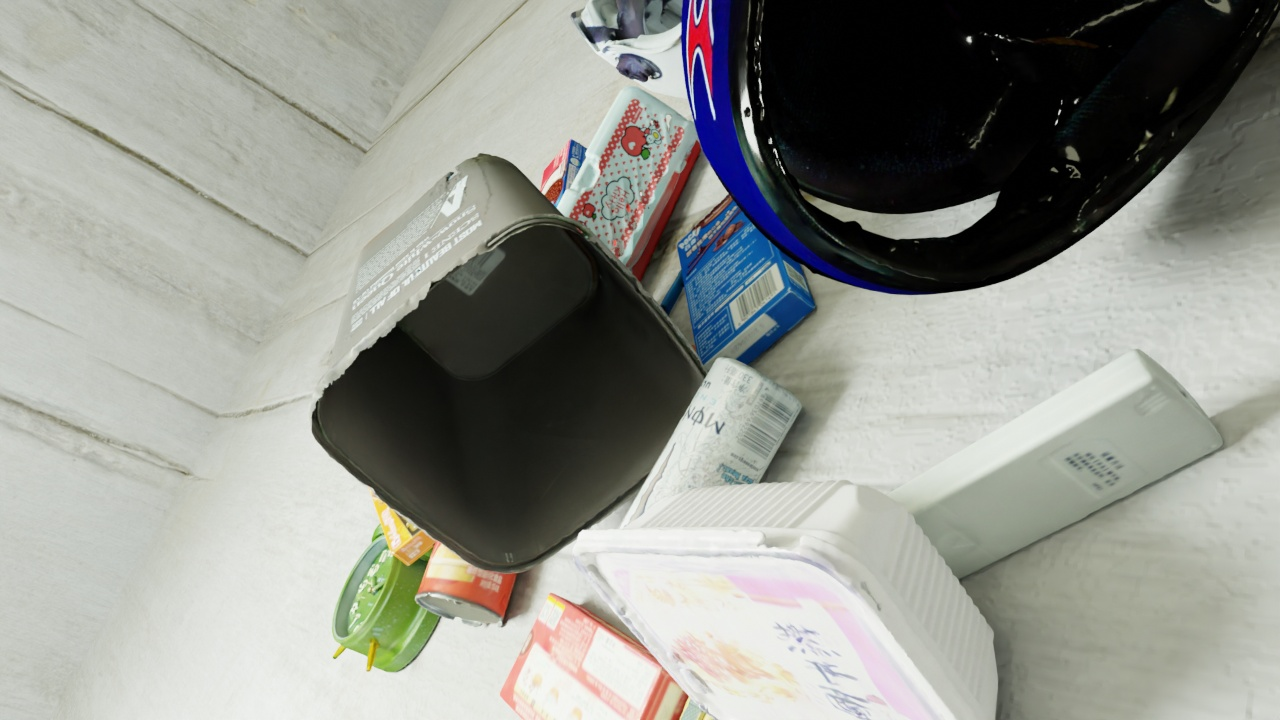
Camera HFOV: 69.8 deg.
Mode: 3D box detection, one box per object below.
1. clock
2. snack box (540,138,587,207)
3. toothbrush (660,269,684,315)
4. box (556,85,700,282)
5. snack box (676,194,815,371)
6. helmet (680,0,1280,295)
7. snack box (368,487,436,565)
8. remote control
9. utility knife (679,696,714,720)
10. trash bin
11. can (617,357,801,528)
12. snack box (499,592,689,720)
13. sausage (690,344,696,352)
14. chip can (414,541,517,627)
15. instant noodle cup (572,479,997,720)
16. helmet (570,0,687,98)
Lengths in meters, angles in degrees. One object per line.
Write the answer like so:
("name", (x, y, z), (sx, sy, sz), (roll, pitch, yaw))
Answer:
("clock", (-0.218, 0.197, 0.825), (0.116, 0.056, 0.161), (-13, 50, 53))
("snack box", (-0.072, -0.140, 0.935), (0.058, 0.057, 0.207), (-41, 32, 35))
("toothbrush", (-0.004, 0.004, 0.720), (0.189, 0.014, 0.016), (-60, 28, -7))
("box", (-0.028, -0.137, 0.811), (0.095, 0.101, 0.201), (-1, 60, 57))
("snack box", (0.070, -0.062, 0.651), (0.085, 0.026, 0.156), (-43, 31, 26))
("helmet", (0.142, -0.181, 0.432), (0.315, 0.247, 0.240), (-62, 5, 4))
("snack box", (-0.202, 0.103, 0.811), (0.075, 0.026, 0.153), (-37, 43, -1))
("remote control", (0.153, 0.049, 0.367), (0.135, 0.056, 0.019), (-40, 31, 31))
("utility knife", (0.029, 0.194, 0.472), (0.031, 0.020, 0.195), (-5, 61, 64))
("trash bin", (-0.095, -0.019, 0.620), (0.199, 0.198, 0.219), (-38, 33, 5))
("can", (0.034, 0.073, 0.535), (0.146, 0.058, 0.058), (-59, 27, -3))
("snack box", (-0.032, 0.197, 0.550), (0.153, 0.025, 0.075), (5, 67, 60))
("sausage", (0.023, 0.055, 0.613), (0.022, 0.021, 0.164), (-22, 44, 48))
("chip can", (-0.113, 0.098, 0.736), (0.073, 0.073, 0.216), (-23, 43, 48))
("instant noodle cup", (0.064, 0.106, 0.390), (0.174, 0.138, 0.060), (-15, 27, 52))
("helmet", (0.075, -0.313, 0.776), (0.229, 0.145, 0.259), (-59, 34, 1))
